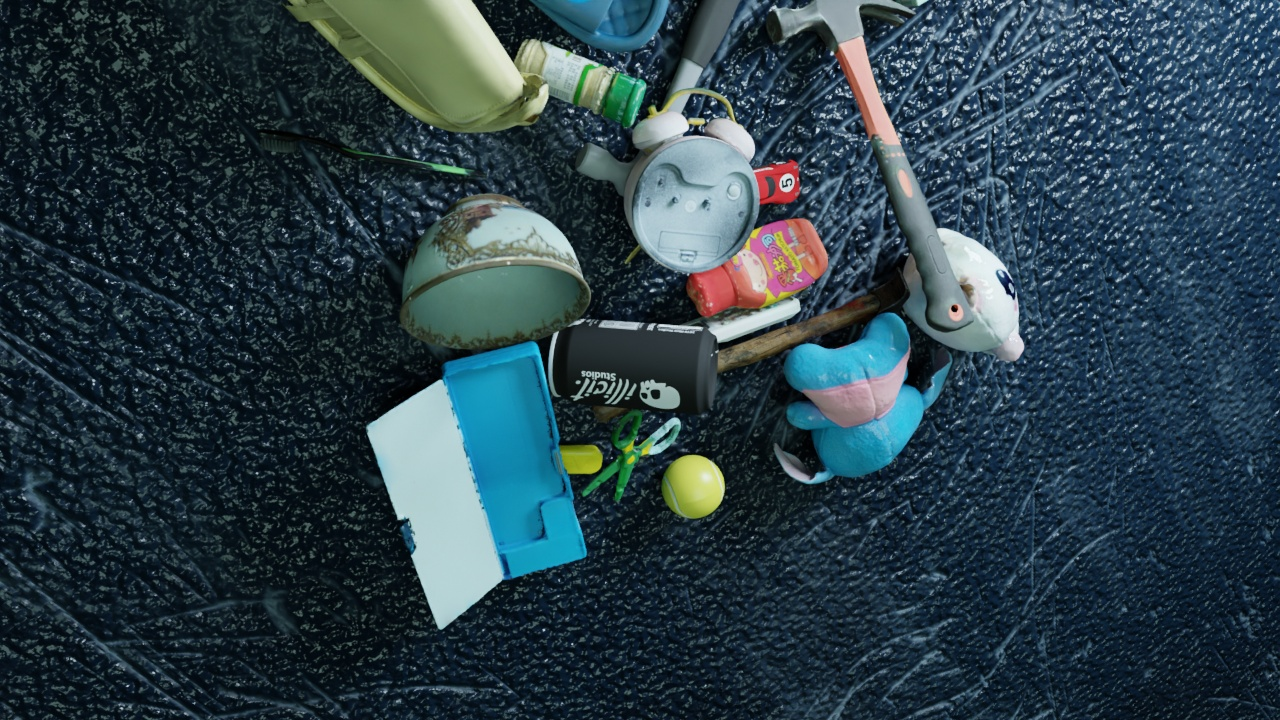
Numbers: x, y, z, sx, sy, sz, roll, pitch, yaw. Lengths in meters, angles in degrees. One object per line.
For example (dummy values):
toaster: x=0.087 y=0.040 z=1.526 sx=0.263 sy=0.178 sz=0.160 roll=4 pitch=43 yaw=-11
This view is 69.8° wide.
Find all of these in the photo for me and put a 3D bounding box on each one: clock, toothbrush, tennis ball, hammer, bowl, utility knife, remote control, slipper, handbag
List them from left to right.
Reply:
toothbrush: x=-0.223 y=-0.170 z=0.775 sx=0.188 sy=0.014 sz=0.017 roll=7 pitch=120 yaw=-21
handbag: x=-0.182 y=-0.266 z=0.670 sx=0.088 sy=0.191 sz=0.233 roll=-50 pitch=131 yaw=-15
bowl: x=-0.128 y=-0.083 z=0.783 sx=0.159 sy=0.160 sz=0.093 roll=-5 pitch=68 yaw=-17
utility knife: x=-0.123 y=0.097 z=0.905 sx=0.174 sy=0.020 sz=0.029 roll=2 pitch=111 yaw=-20
slipper: x=-0.067 y=-0.335 z=0.733 sx=0.213 sy=0.059 sz=0.104 roll=31 pitch=103 yaw=-19
clock: x=0.043 y=-0.158 z=0.808 sx=0.116 sy=0.059 sz=0.158 roll=1 pitch=108 yaw=-19
tennis ball: x=0.054 y=0.131 z=0.951 sx=0.065 sy=0.065 sz=0.065 roll=-6 pitch=111 yaw=-16
hammer: x=0.059 y=-0.285 z=0.818 sx=0.125 sy=0.029 sz=0.311 roll=21 pitch=101 yaw=-23
remote control: x=0.092 y=-0.036 z=0.909 sx=0.133 sy=0.050 sz=0.022 roll=-20 pitch=113 yaw=-10
hammer: x=0.107 y=-0.010 z=0.908 sx=0.330 sy=0.120 sz=0.033 roll=-21 pitch=75 yaw=-4
hammer: x=0.233 y=-0.182 z=0.848 sx=0.133 sy=0.033 sz=0.333 roll=-22 pitch=93 yaw=-14

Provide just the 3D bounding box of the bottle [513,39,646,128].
bottle: x=-0.052 y=-0.236 z=0.777 sx=0.110 sy=0.042 sz=0.043 roll=21 pitch=102 yaw=-3

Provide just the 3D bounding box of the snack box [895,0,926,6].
snack box: x=0.266 y=-0.441 z=0.818 sx=0.141 sy=0.044 sz=0.194 roll=-31 pitch=117 yaw=-3

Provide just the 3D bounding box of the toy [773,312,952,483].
toy: x=0.236 y=0.036 z=0.946 sx=0.224 sy=0.099 sz=0.191 roll=-29 pitch=135 yaw=-5

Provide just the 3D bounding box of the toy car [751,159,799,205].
toy car: x=0.113 y=-0.166 z=0.881 sx=0.089 sy=0.025 sz=0.038 roll=-14 pitch=113 yaw=-13

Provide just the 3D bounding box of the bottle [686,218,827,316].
bottle: x=0.111 y=-0.087 z=0.893 sx=0.134 sy=0.048 sz=0.071 roll=-24 pitch=82 yaw=-8

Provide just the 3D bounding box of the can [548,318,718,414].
can: x=-0.005 y=0.005 z=0.847 sx=0.146 sy=0.080 sz=0.080 roll=5 pitch=111 yaw=11

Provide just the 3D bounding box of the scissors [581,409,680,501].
scissors: x=-0.006 y=0.096 z=0.936 sx=0.122 sy=0.011 sz=0.127 roll=-14 pitch=134 yaw=-33

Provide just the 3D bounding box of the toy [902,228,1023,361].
toy: x=0.341 y=-0.056 z=0.947 sx=0.102 sy=0.138 sz=0.179 roll=-41 pitch=130 yaw=22

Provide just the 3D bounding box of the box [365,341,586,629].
box: x=-0.151 y=0.115 z=0.862 sx=0.175 sy=0.060 sz=0.244 roll=-24 pitch=122 yaw=-24
